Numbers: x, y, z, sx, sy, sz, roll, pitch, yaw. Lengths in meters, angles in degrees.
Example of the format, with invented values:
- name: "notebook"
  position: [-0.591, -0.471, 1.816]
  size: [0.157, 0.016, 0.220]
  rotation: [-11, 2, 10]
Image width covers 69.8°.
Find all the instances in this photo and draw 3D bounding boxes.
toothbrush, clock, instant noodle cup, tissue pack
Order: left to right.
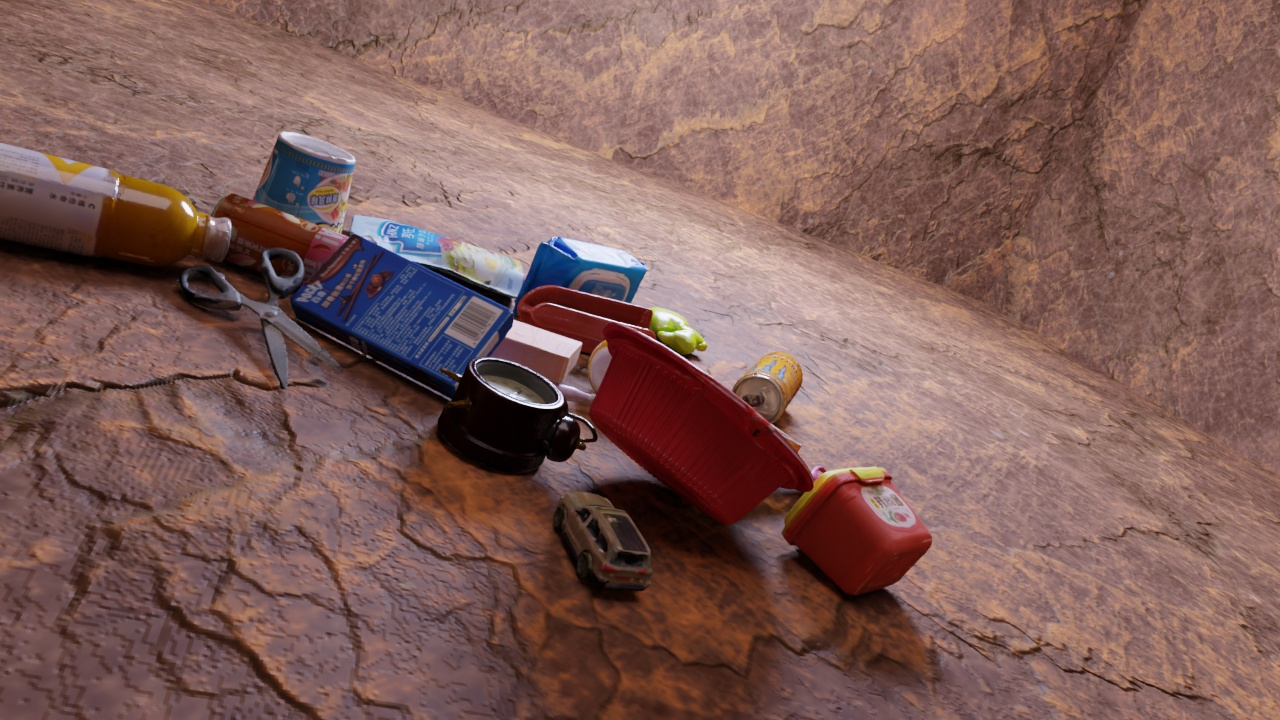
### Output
- name: "instant noodle cup"
  position: [-0.317, -0.151, 0.863]
  size: [0.099, 0.110, 0.099]
  rotation: [21, 16, -7]
- name: "clock"
  position: [-0.088, 0.041, 0.669]
  size: [0.122, 0.055, 0.082]
  rotation: [17, 17, -24]
- name: "toothbrush"
  position: [-0.077, 0.027, 0.794]
  size: [0.189, 0.021, 0.029]
  rotation: [16, 50, -19]
- name: "tissue pack"
  position: [-0.064, -0.080, 1.012]
  size: [0.157, 0.095, 0.052]
  rotation: [5, 30, -45]
- name: "instant noodle cup"
  position: [0.031, 0.057, 0.674]
  size: [0.194, 0.065, 0.194]
  rotation: [37, -9, 6]

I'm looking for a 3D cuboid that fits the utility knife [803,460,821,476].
- name: "utility knife"
  position: [0.122, 0.084, 0.803]
  size: [0.192, 0.015, 0.033]
  rotation: [30, -1, -41]

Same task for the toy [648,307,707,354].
- name: "toy"
  position: [0.038, -0.039, 1.129]
  size: [0.100, 0.031, 0.096]
  rotation: [32, 20, 25]

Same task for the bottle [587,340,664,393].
- name: "bottle"
  position: [-0.005, 0.005, 0.877]
  size: [0.063, 0.063, 0.108]
  rotation: [29, 17, 17]

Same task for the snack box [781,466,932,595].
- name: "snack box"
  position: [0.168, 0.132, 0.703]
  size: [0.091, 0.082, 0.080]
  rotation: [3, 40, -47]

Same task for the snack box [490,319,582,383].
- name: "snack box"
  position: [-0.134, -0.023, 0.822]
  size: [0.157, 0.026, 0.084]
  rotation: [19, 11, 2]

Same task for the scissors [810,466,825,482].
- name: "scissors"
  position: [0.136, 0.092, 0.776]
  size: [0.137, 0.017, 0.077]
  rotation: [42, 27, -28]

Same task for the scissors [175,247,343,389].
- name: "scissors"
  position: [-0.279, -0.038, 0.689]
  size: [0.159, 0.014, 0.170]
  rotation: [10, 37, 3]

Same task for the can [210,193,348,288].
- name: "can"
  position: [-0.297, -0.093, 0.802]
  size: [0.147, 0.058, 0.058]
  rotation: [21, 17, -9]

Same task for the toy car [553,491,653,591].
- name: "toy car"
  position: [-0.023, 0.110, 0.581]
  size: [0.042, 0.035, 0.090]
  rotation: [15, 16, -30]

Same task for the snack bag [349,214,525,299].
- name: "snack bag"
  position: [-0.225, -0.117, 1.013]
  size: [0.191, 0.039, 0.110]
  rotation: [16, 29, -19]

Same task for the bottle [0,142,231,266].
- name: "bottle"
  position: [-0.411, -0.112, 0.689]
  size: [0.189, 0.068, 0.068]
  rotation: [11, 21, -36]

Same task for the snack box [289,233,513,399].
- name: "snack box"
  position: [-0.192, -0.038, 0.742]
  size: [0.157, 0.026, 0.084]
  rotation: [26, 59, 10]

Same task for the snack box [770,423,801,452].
- name: "snack box"
  position: [0.084, 0.054, 0.848]
  size: [0.075, 0.026, 0.153]
  rotation: [35, 6, 39]

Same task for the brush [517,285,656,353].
- name: "brush"
  position: [-0.057, -0.039, 0.946]
  size: [0.145, 0.063, 0.069]
  rotation: [14, 6, -26]

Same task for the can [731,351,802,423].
- name: "can"
  position: [0.140, 0.030, 1.003]
  size: [0.058, 0.058, 0.145]
  rotation: [27, 17, 11]
